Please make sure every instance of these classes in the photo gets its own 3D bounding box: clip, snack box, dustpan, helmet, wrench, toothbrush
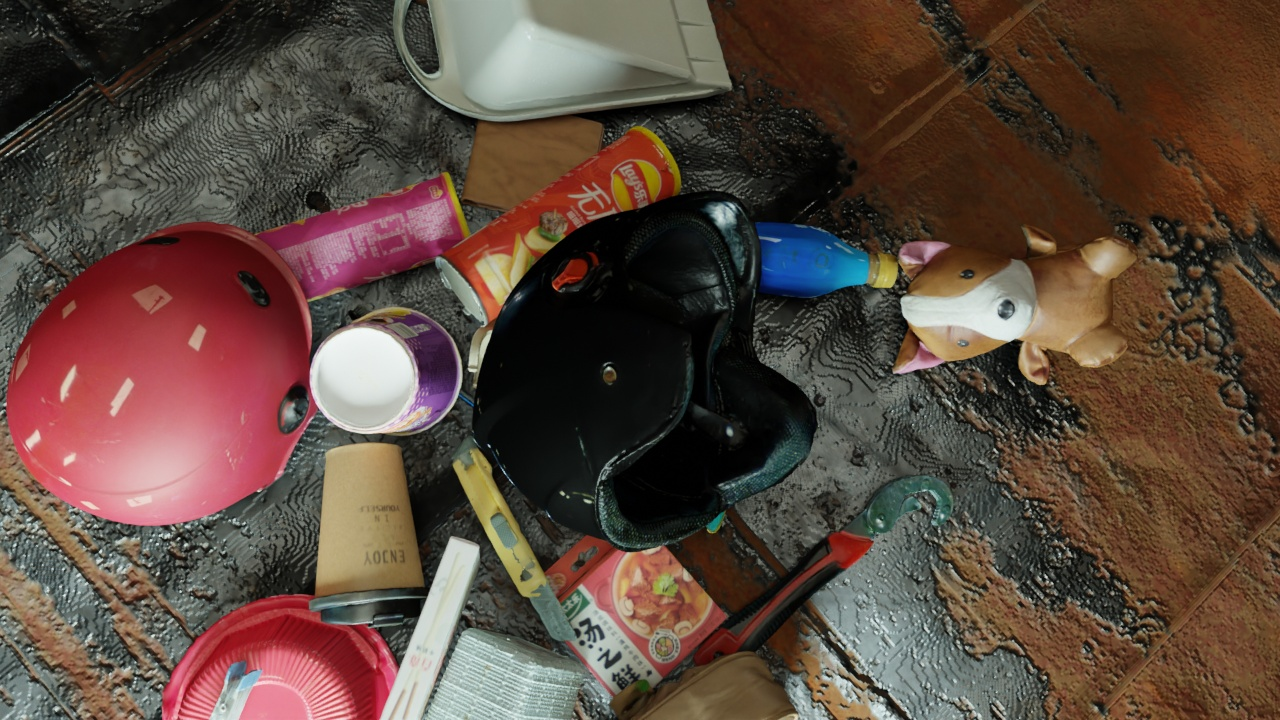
[{"bbox_3d":[-0.302,0.251,0.677,0.038,0.026,0.058,20,88,10],"label":"clip"},{"bbox_3d":[-0.163,0.220,0.713,0.027,0.085,0.156,19,67,-2],"label":"snack box"},{"bbox_3d":[-0.082,-0.319,0.846,0.257,0.143,0.222,-2,71,-34],"label":"dustpan"},{"bbox_3d":[-0.004,0.004,0.702,0.231,0.233,0.274,8,79,32],"label":"helmet"},{"bbox_3d":[0.159,0.183,0.796,0.273,0.016,0.056,-34,85,-10],"label":"wrench"},{"bbox_3d":[-0.126,-0.016,0.802,0.035,0.092,0.103,4,45,-3],"label":"clip"},{"bbox_3d":[-0.363,0.019,0.683,0.207,0.143,0.240,27,106,-1],"label":"helmet"},{"bbox_3d":[-0.013,0.203,0.764,0.113,0.044,0.127,-42,87,-9],"label":"snack box"},{"bbox_3d":[-0.176,0.011,0.797,0.189,0.014,0.016,36,56,1],"label":"toothbrush"}]

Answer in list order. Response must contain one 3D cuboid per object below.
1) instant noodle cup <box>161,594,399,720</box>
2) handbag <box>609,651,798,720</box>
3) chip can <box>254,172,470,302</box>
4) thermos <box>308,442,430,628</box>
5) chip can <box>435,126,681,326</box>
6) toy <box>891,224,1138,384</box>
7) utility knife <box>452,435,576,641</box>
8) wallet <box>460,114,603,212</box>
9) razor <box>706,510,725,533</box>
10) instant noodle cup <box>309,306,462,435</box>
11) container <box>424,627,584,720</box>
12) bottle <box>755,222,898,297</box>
[{"bbox_3d":[-0.286,0.285,0.718,0.194,0.066,0.193,1,81,-4],"label":"instant noodle cup"},{"bbox_3d":[0.021,0.307,0.707,0.204,0.148,0.099,-31,55,-10],"label":"handbag"},{"bbox_3d":[-0.252,-0.095,0.778,0.210,0.071,0.071,-19,83,-7],"label":"chip can"},{"bbox_3d":[-0.219,0.142,0.738,0.093,0.093,0.143,-5,74,-6],"label":"thermos"},{"bbox_3d":[-0.067,-0.117,0.778,0.216,0.073,0.073,-36,86,-19],"label":"chip can"},{"bbox_3d":[0.320,-0.048,0.800,0.199,0.130,0.140,1,97,3],"label":"toy"},{"bbox_3d":[-0.107,0.148,0.760,0.031,0.020,0.196,-34,74,2],"label":"utility knife"},{"bbox_3d":[-0.096,-0.180,0.831,0.115,0.020,0.101,10,81,-6],"label":"wallet"},{"bbox_3d":[0.067,0.084,0.797,0.043,0.028,0.132,-1,77,18],"label":"razor"},{"bbox_3d":[-0.209,0.012,0.740,0.111,0.099,0.111,0,94,2],"label":"instant noodle cup"},{"bbox_3d":[-0.107,0.275,0.712,0.090,0.090,0.111,12,75,32],"label":"container"},{"bbox_3d":[0.117,-0.090,0.810,0.218,0.065,0.065,6,80,-4],"label":"bottle"}]
